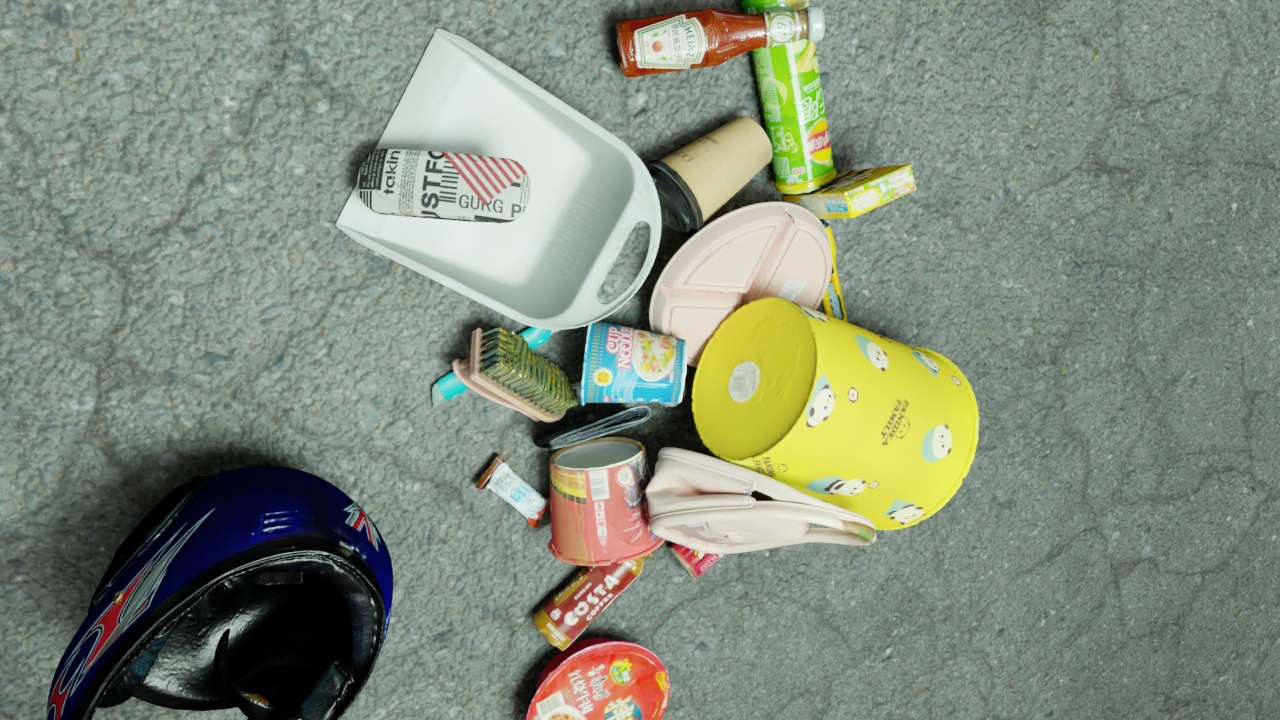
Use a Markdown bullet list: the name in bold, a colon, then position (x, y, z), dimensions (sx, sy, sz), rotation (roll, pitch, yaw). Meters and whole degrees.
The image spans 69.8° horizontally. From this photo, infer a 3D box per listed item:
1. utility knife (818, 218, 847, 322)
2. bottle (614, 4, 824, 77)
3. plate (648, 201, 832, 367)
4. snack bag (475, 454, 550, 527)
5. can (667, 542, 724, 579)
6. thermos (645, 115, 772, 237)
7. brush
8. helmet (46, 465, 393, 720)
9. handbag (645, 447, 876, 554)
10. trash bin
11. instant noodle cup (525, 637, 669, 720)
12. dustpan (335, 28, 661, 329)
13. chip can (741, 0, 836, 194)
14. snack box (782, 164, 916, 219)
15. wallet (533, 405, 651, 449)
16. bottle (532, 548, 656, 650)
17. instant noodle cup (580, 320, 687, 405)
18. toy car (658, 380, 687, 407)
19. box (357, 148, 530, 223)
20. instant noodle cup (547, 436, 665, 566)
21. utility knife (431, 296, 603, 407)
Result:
- **utility knife**: position (0.235, -0.099, 1.135), dimensions (0.033, 0.015, 0.172), rotation (-25, 117, -11)
- **bottle**: position (0.079, -0.325, 0.919), dimensions (0.206, 0.059, 0.060), rotation (-7, 113, 3)
- **plate**: position (0.119, -0.075, 1.036), dimensions (0.229, 0.028, 0.230), rotation (-17, 137, -16)
- **snack bag**: position (-0.141, 0.152, 1.054), dimensions (0.104, 0.026, 0.048), rotation (40, 83, -29)
- **can**: position (0.102, 0.217, 1.170), dimensions (0.132, 0.053, 0.053), rotation (-37, 119, -7)
- **thermos**: position (0.070, -0.200, 0.987), dimensions (0.143, 0.093, 0.093), rotation (-39, 119, -15)
- **brush**: position (-0.130, 0.024, 0.985), dimensions (0.073, 0.063, 0.145), rotation (-25, 140, 25)
- **helmet**: position (-0.386, 0.243, 0.850), dimensions (0.315, 0.241, 0.247), rotation (-46, 121, -16)
- **handbag**: position (0.140, 0.167, 1.003), dimensions (0.193, 0.235, 0.093), rotation (37, 59, -57)
- **trash bin**: position (0.212, 0.056, 1.042), dimensions (0.255, 0.230, 0.230), rotation (21, 99, -36)
- **instant noodle cup**: position (-0.063, 0.426, 1.168), dimensions (0.193, 0.066, 0.194), rotation (-9, 112, -22)
- **dustpan**: position (-0.118, -0.154, 0.888), dimensions (0.257, 0.142, 0.223), rotation (26, 96, -31)
- **chip can**: position (0.162, -0.298, 0.998), dimensions (0.072, 0.072, 0.221), rotation (-23, 116, -15)
- **snack box**: position (0.231, -0.188, 1.029), dimensions (0.086, 0.140, 0.034), rotation (-24, 107, -14)
- **wallet**: position (-0.055, 0.076, 1.027), dimensions (0.120, 0.097, 0.019), rotation (-18, 90, -16)
- **bottle**: position (-0.051, 0.272, 1.120), dimensions (0.175, 0.057, 0.057), rotation (-44, 120, -4)
- **instant noodle cup**: position (-0.006, 0.006, 1.000), dimensions (0.110, 0.099, 0.099), rotation (5, 108, -1)
- **toy car**: position (0.017, 0.025, 1.075), dimensions (0.090, 0.034, 0.043), rotation (28, 92, -31)
- **box**: position (-0.184, -0.164, 0.860), dimensions (0.164, 0.051, 0.068), rotation (2, 74, 3)
- **instant noodle cup**: position (-0.041, 0.155, 1.043), dimensions (0.137, 0.138, 0.109), rotation (-11, 105, -20)
- **utility knife**: position (-0.135, -0.014, 1.003), dimensions (0.218, 0.013, 0.029), rotation (-30, 120, -9)
